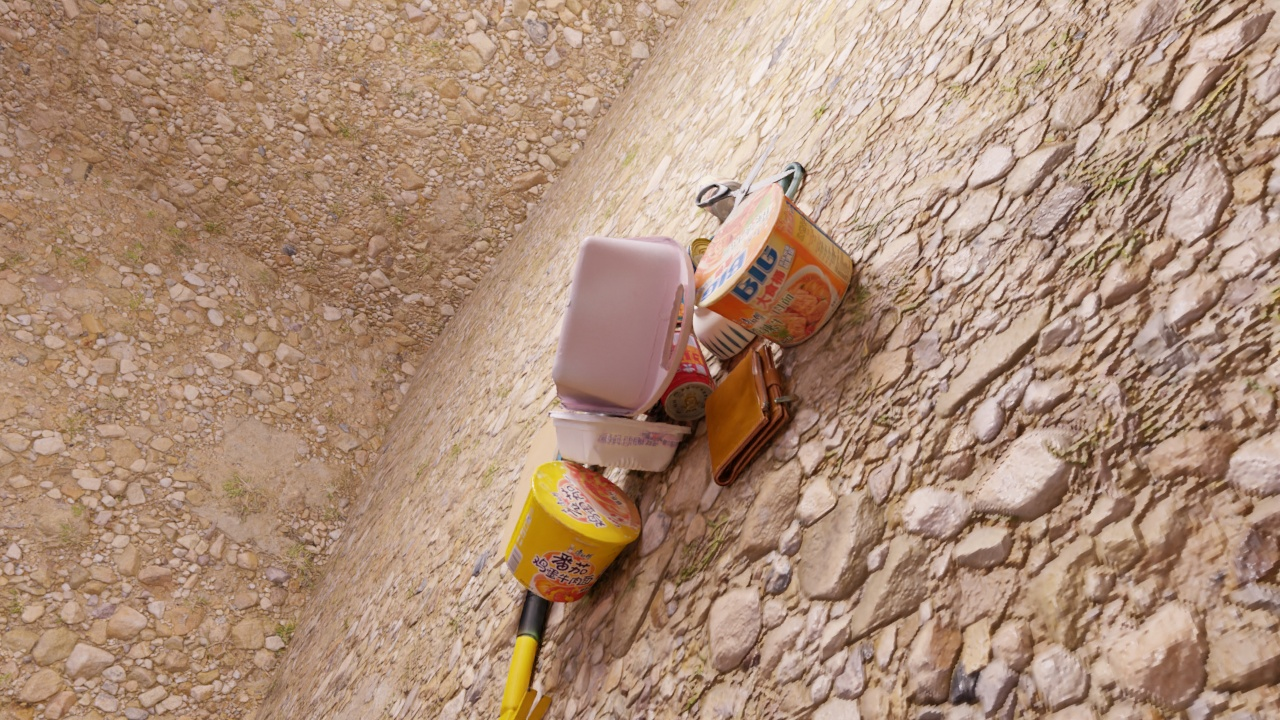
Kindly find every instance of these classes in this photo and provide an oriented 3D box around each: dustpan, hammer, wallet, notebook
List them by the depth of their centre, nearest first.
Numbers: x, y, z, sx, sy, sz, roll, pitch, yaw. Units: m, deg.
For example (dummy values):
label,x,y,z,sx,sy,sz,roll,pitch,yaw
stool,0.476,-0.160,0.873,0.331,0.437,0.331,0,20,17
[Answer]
label,x,y,z,sx,sy,sz,roll,pitch,yaw
wallet,0.107,0.047,0.939,0.119,0.035,0.130,-49,21,26
dustpan,-0.016,-0.036,1.068,0.273,0.139,0.222,57,-135,-89
hammer,-0.135,0.337,1.104,0.129,0.033,0.299,-45,21,33
notebook,-0.144,0.164,1.242,0.150,0.012,0.210,-47,24,49

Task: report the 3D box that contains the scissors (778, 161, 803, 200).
label,x,y,z,sx,sy,sz,roll,pitch,yaw
scissors,0.170,-0.199,1.222,0.181,0.019,0.170,-53,17,11

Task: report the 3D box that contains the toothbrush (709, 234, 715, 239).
label,x,y,z,sx,sy,sz,roll,pitch,yaw
toothbrush,0.058,-0.121,1.394,0.192,0.016,0.018,-49,10,26

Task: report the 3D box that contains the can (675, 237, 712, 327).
label,x,y,z,sx,sy,sz,roll,pitch,yaw
can,0.066,-0.103,1.243,0.111,0.075,0.075,-42,23,41

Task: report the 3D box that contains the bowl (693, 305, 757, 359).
label,x,y,z,sx,sy,sz,roll,pitch,yaw
bowl,0.102,-0.067,1.096,0.117,0.066,0.116,-49,19,23

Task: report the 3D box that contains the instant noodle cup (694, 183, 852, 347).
label,x,y,z,sx,sy,sz,roll,pitch,yaw
instant noodle cup,0.140,-0.092,0.960,0.152,0.111,0.151,-50,19,24

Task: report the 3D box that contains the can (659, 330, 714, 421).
label,x,y,z,sx,sy,sz,roll,pitch,yaw
can,0.047,0.018,1.071,0.067,0.066,0.093,-49,36,26

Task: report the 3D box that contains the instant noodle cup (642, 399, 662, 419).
label,x,y,z,sx,sy,sz,roll,pitch,yaw
instant noodle cup,-0.007,0.007,1.177,0.108,0.138,0.138,-67,18,-2

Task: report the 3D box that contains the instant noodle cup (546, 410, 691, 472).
label,x,y,z,sx,sy,sz,roll,pitch,yaw
instant noodle cup,-0.032,0.097,1.098,0.174,0.138,0.060,172,105,-68

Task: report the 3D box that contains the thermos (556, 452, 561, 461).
label,x,y,z,sx,sy,sz,roll,pitch,yaw
thermos,-0.124,0.178,1.290,0.070,0.070,0.220,-56,18,7

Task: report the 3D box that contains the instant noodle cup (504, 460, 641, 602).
label,x,y,z,sx,sy,sz,roll,pitch,yaw
instant noodle cup,-0.084,0.201,1.050,0.110,0.138,0.138,-61,15,21

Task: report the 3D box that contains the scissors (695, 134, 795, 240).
label,x,y,z,sx,sy,sz,roll,pitch,yaw
scissors,0.137,-0.225,1.244,0.181,0.014,0.159,-3,74,50

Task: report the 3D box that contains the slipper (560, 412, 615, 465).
label,x,y,z,sx,sy,sz,roll,pitch,yaw
slipper,-0.059,0.038,1.298,0.245,0.074,0.104,-64,-7,-10

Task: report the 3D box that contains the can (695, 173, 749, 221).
label,x,y,z,sx,sy,sz,roll,pitch,yaw
can,0.120,-0.243,1.360,0.058,0.058,0.116,-55,17,10
